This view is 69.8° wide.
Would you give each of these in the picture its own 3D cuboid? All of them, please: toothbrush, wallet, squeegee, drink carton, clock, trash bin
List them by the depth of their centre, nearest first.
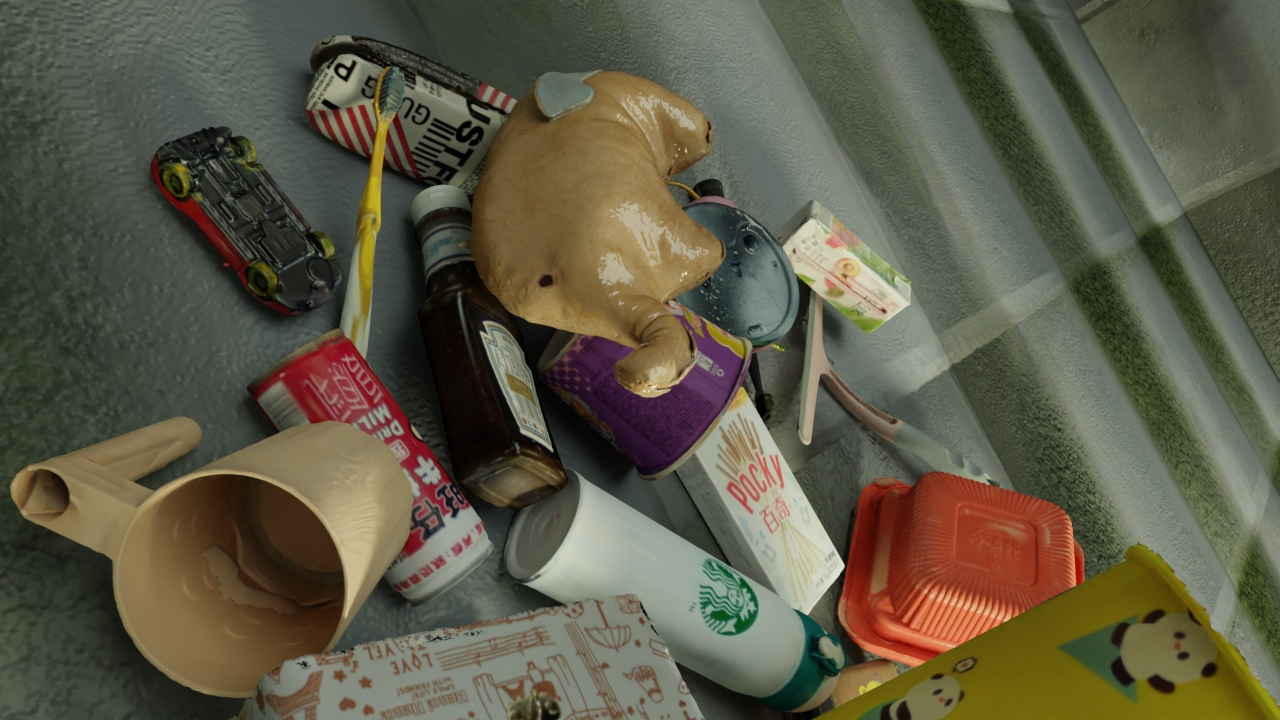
[{"bbox_3d":[0.188,0.250,0.458,0.229,0.256,0.229,56,14,-22],"label":"trash bin"},{"bbox_3d":[-0.144,-0.069,0.491,0.016,0.018,0.191,12,78,-38],"label":"toothbrush"},{"bbox_3d":[0.148,0.255,0.628,0.115,0.033,0.090,10,59,-45],"label":"wallet"},{"bbox_3d":[0.045,-0.068,0.678,0.117,0.060,0.158,-16,76,-34],"label":"clock"},{"bbox_3d":[0.077,-0.050,0.737,0.026,0.027,0.212,-5,69,-18],"label":"toothbrush"},{"bbox_3d":[0.176,-0.079,0.803,0.122,0.054,0.045,38,39,-14],"label":"drink carton"},{"bbox_3d":[0.223,0.054,0.807,0.249,0.040,0.247,37,37,-15],"label":"squeegee"}]

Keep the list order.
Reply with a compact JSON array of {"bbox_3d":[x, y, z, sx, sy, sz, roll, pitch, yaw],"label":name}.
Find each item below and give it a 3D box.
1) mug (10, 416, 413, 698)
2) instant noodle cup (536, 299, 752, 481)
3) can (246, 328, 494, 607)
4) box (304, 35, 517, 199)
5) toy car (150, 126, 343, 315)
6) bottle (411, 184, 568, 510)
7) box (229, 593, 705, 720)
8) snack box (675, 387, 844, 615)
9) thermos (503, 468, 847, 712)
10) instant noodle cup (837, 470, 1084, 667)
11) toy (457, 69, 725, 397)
[{"bbox_3d":[-0.161,0.064,0.370,0.124,0.084,0.103,26,7,-3],"label":"mug"},{"bbox_3d":[-0.003,0.003,0.573,0.099,0.112,0.111,36,45,-12],"label":"instant noodle cup"},{"bbox_3d":[-0.130,0.053,0.449,0.133,0.053,0.053,55,41,-5],"label":"can"},{"bbox_3d":[-0.123,-0.159,0.573,0.163,0.075,0.080,17,47,-35],"label":"box"},{"bbox_3d":[-0.199,-0.069,0.468,0.106,0.031,0.049,50,42,-9],"label":"toy car"},{"bbox_3d":[-0.093,-0.016,0.512,0.080,0.044,0.194,47,20,-60],"label":"bottle"},{"bbox_3d":[-0.057,0.219,0.341,0.182,0.157,0.192,3,43,-43],"label":"box"},{"bbox_3d":[0.082,0.103,0.653,0.084,0.027,0.157,-30,90,-49],"label":"snack box"},{"bbox_3d":[0.030,0.144,0.541,0.224,0.073,0.073,35,46,-26],"label":"thermos"},{"bbox_3d":[0.254,0.159,0.697,0.189,0.079,0.164,15,45,7],"label":"instant noodle cup"},{"bbox_3d":[-0.026,-0.068,0.502,0.082,0.143,0.225,74,11,-56],"label":"toy"}]
